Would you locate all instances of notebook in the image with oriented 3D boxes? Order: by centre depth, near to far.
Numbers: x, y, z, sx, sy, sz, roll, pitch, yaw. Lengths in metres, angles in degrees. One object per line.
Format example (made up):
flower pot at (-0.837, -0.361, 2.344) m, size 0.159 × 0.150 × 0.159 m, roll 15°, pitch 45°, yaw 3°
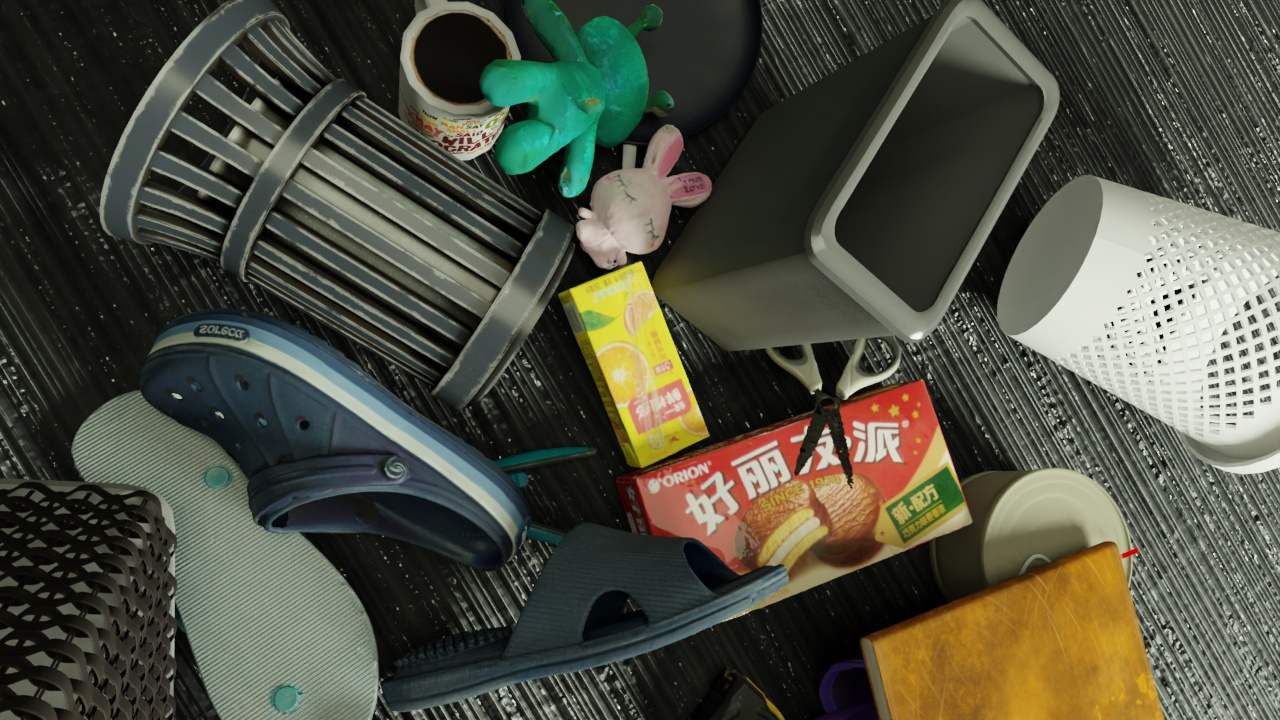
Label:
notebook at (0.266, 0.236, 0.612) m, size 0.248 × 0.014 × 0.178 m, roll -11°, pitch 85°, yaw -27°

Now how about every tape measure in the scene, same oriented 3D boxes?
tape measure at (0.069, 0.265, 0.643) m, size 0.072 × 0.042 × 0.071 m, roll 43°, pitch 72°, yaw -9°

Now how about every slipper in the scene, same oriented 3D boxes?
slipper at (-0.185, 0.061, 0.547) m, size 0.253 × 0.105 × 0.095 m, roll 30°, pitch 55°, yaw -8°
slipper at (-0.044, 0.146, 0.564) m, size 0.264 × 0.101 × 0.082 m, roll -18°, pitch 81°, yaw 9°
slipper at (-0.249, 0.132, 0.574) m, size 0.098 × 0.055 × 0.268 m, roll -33°, pitch 82°, yaw -19°
slipper at (0.218, 0.225, 0.654) m, size 0.266 × 0.107 × 0.084 m, roll -7°, pitch 87°, yaw -22°

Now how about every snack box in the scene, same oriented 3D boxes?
snack box at (0.112, 0.101, 0.663) m, size 0.236 × 0.060 × 0.113 m, roll -17°, pitch 86°, yaw -16°

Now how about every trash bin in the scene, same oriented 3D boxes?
trash bin at (-0.168, -0.083, 0.561) m, size 0.227 × 0.164 × 0.164 m, roll 32°, pitch 76°, yaw -13°
trash bin at (0.126, -0.105, 0.603) m, size 0.097 × 0.220 × 0.191 m, roll 37°, pitch 75°, yaw -17°
trash bin at (0.402, -0.041, 0.705) m, size 0.199 × 0.196 × 0.195 m, roll 23°, pitch 78°, yaw -2°

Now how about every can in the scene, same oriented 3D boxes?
can at (0.295, 0.146, 0.700) m, size 0.127 × 0.073 × 0.127 m, roll 2°, pitch 83°, yaw -15°

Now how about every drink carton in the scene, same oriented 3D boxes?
drink carton at (-0.004, 0.004, 0.647) m, size 0.058 × 0.043 × 0.134 m, roll -23°, pitch 96°, yaw -16°

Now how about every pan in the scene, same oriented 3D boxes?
pan at (-0.008, -0.182, 0.686) m, size 0.198 × 0.021 × 0.356 m, roll 4°, pitch 86°, yaw -15°

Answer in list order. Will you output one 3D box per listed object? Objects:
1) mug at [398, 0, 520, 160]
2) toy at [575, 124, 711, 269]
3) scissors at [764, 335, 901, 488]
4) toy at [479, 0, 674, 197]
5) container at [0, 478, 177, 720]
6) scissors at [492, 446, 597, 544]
mug at (-0.129, -0.199, 0.618) m, size 0.073 × 0.090 × 0.105 m, roll -20°, pitch 89°, yaw -17°
toy at (0.002, -0.114, 0.652) m, size 0.063 × 0.047 × 0.109 m, roll 47°, pitch 73°, yaw -11°
scissors at (0.131, 0.017, 0.657) m, size 0.157 × 0.013 × 0.162 m, roll -29°, pitch 54°, yaw -28°
toy at (-0.035, -0.177, 0.605) m, size 0.192 × 0.072 × 0.131 m, roll -43°, pitch 131°, yaw -50°
container at (-0.349, 0.200, 0.395) m, size 0.247 × 0.243 × 0.246 m, roll 5°, pitch 107°, yaw -15°
scissors at (-0.093, 0.093, 0.631) m, size 0.156 × 0.019 × 0.124 m, roll -34°, pitch 91°, yaw -14°
